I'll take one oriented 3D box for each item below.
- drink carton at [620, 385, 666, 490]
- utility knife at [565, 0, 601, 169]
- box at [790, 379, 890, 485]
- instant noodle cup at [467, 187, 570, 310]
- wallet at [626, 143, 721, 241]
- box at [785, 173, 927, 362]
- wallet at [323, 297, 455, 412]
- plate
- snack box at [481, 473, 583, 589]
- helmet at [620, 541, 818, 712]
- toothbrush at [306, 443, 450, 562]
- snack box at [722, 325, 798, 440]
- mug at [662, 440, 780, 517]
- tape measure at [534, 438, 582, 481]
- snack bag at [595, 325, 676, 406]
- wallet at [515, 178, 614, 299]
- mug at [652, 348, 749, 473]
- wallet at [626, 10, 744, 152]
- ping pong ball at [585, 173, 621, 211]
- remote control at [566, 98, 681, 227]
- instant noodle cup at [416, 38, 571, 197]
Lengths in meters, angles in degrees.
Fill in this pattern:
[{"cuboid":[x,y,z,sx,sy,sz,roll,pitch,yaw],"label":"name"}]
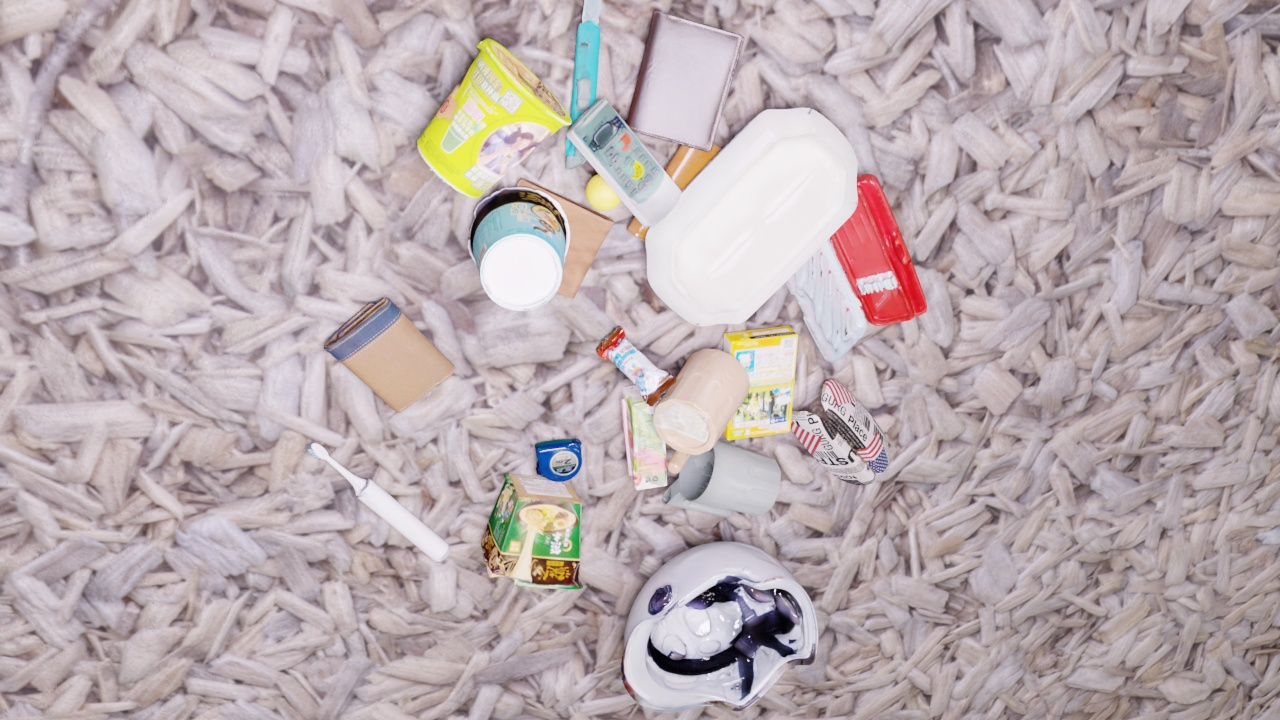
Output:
[{"cuboid":[0.003,0.092,1.117,0.045,0.053,0.123,-10,117,-11],"label":"drink carton"},{"cuboid":[-0.057,-0.285,0.936,0.029,0.013,0.185,-2,116,-19],"label":"utility knife"},{"cuboid":[0.267,0.095,1.206,0.162,0.076,0.086,46,65,-26],"label":"box"},{"cuboid":[-0.120,-0.107,0.927,0.111,0.120,0.111,-4,116,-8],"label":"instant noodle cup"},{"cuboid":[0.067,-0.171,1.021,0.119,0.035,0.131,29,105,-19],"label":"wallet"},{"cuboid":[0.245,-0.108,1.088,0.158,0.069,0.201,-29,120,5],"label":"box"},{"cuboid":[-0.272,-0.005,1.002,0.090,0.033,0.115,-37,121,6],"label":"wallet"},{"cuboid":[0.125,-0.149,0.998,0.266,0.034,0.162,-44,110,10],"label":"plate"},{"cuboid":[-0.123,0.201,1.107,0.117,0.118,0.106,9,102,-20],"label":"snack box"},{"cuboid":[0.091,0.335,1.210,0.259,0.145,0.229,-34,119,11],"label":"helmet"},{"cuboid":[-0.306,0.167,1.078,0.026,0.026,0.221,-19,126,33],"label":"toothbrush"},{"cuboid":[0.146,0.029,1.140,0.087,0.033,0.140,-7,116,-13],"label":"snack box"},{"cuboid":[0.103,0.159,1.173,0.103,0.083,0.124,17,136,-24],"label":"mug"},{"cuboid":[-0.099,0.120,1.117,0.058,0.025,0.055,-7,119,-9],"label":"tape measure"},{"cuboid":[-0.006,0.006,1.056,0.045,0.105,0.026,-44,155,-6],"label":"snack bag"},{"cuboid":[-0.101,-0.131,0.997,0.115,0.020,0.101,23,108,-22],"label":"wallet"},{"cuboid":[0.067,0.063,1.083,0.084,0.103,0.125,25,132,13],"label":"mug"},{"cuboid":[0.045,-0.286,0.948,0.096,0.020,0.122,14,109,-7],"label":"wallet"},{"cuboid":[-0.038,-0.179,0.978,0.040,0.040,0.040,-7,117,-13],"label":"ping pong ball"},{"cuboid":[-0.015,-0.203,0.954,0.135,0.019,0.056,48,70,-21],"label":"remote control"},{"cuboid":[-0.149,-0.227,0.890,0.124,0.111,0.111,-43,119,15],"label":"instant noodle cup"}]
